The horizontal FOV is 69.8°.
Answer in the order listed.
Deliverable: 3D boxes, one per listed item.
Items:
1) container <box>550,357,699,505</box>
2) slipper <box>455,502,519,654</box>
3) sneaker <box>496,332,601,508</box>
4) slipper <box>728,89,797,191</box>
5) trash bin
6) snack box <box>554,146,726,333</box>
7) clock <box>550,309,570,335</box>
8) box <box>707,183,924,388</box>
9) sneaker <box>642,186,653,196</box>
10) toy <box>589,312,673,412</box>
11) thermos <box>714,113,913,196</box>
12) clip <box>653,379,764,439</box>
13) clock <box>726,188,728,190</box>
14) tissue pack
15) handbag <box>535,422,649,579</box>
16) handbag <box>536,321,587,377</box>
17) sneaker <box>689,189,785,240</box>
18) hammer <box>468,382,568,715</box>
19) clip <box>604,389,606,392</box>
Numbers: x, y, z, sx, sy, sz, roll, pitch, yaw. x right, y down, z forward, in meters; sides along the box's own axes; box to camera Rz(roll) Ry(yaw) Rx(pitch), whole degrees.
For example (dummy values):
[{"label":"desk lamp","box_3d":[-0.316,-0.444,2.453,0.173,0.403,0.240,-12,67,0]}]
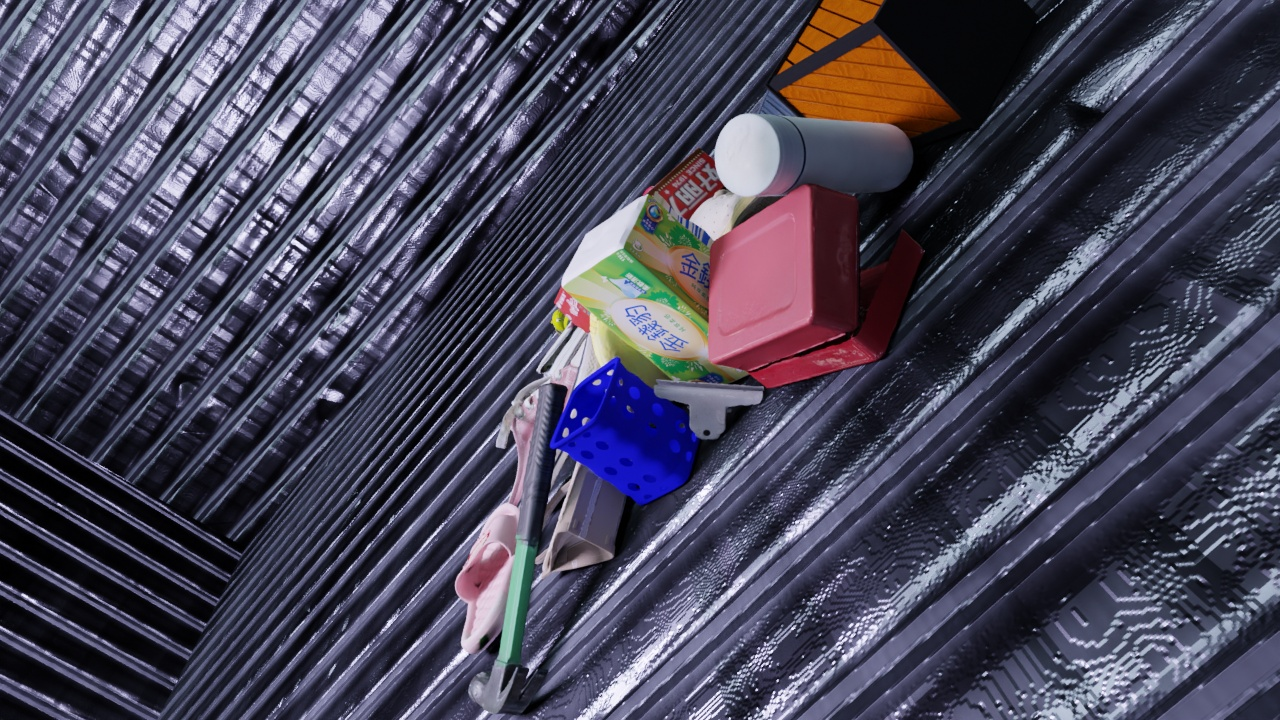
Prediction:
[{"label":"container","box_3d":[-0.011,0.071,0.893,0.085,0.113,0.084,-34,26,44]},{"label":"slipper","box_3d":[-0.177,0.248,1.066,0.107,0.055,0.221,-48,20,20]},{"label":"sneaker","box_3d":[-0.109,0.064,1.077,0.241,0.088,0.118,-64,3,11]},{"label":"slipper","box_3d":[0.175,-0.236,1.069,0.264,0.082,0.101,-66,27,23]},{"label":"trash bin","box_3d":[0.249,-0.301,0.896,0.139,0.139,0.172,-59,19,-16]},{"label":"snack box","box_3d":[0.005,-0.142,1.083,0.235,0.060,0.113,-46,-5,-28]},{"label":"clock","box_3d":[-0.077,-0.060,1.334,0.119,0.083,0.056,-30,36,44]},{"label":"box","box_3d":[0.130,-0.059,0.783,0.158,0.127,0.136,-22,40,56]},{"label":"sneaker","box_3d":[0.056,-0.211,1.250,0.091,0.104,0.235,-31,28,48]},{"label":"toy","box_3d":[-0.002,-0.016,0.983,0.065,0.170,0.154,-3,73,30]},{"label":"thermos","box_3d":[0.159,-0.179,0.807,0.229,0.068,0.068,-13,-17,-47]},{"label":"clip","box_3d":[0.064,0.047,0.860,0.043,0.102,0.054,-73,-17,-51]},{"label":"clock","box_3d":[0.142,-0.252,1.197,0.124,0.053,0.090,-52,19,-5]},{"label":"tissue pack","box_3d":[0.042,-0.082,0.913,0.121,0.197,0.141,-19,37,43]},{"label":"handbag","box_3d":[-0.078,0.160,1.005,0.199,0.062,0.175,-46,21,45]},{"label":"handbag","box_3d":[-0.047,-0.041,1.206,0.198,0.096,0.142,-56,18,-2]},{"label":"sneaker","box_3d":[0.113,-0.153,1.008,0.242,0.089,0.102,-41,39,46]},{"label":"hammer","box_3d":[-0.109,0.178,0.895,0.130,0.032,0.318,-21,58,62]},{"label":"clip","box_3d":[-0.034,0.042,1.135,0.076,0.061,0.023,-36,22,3]}]
